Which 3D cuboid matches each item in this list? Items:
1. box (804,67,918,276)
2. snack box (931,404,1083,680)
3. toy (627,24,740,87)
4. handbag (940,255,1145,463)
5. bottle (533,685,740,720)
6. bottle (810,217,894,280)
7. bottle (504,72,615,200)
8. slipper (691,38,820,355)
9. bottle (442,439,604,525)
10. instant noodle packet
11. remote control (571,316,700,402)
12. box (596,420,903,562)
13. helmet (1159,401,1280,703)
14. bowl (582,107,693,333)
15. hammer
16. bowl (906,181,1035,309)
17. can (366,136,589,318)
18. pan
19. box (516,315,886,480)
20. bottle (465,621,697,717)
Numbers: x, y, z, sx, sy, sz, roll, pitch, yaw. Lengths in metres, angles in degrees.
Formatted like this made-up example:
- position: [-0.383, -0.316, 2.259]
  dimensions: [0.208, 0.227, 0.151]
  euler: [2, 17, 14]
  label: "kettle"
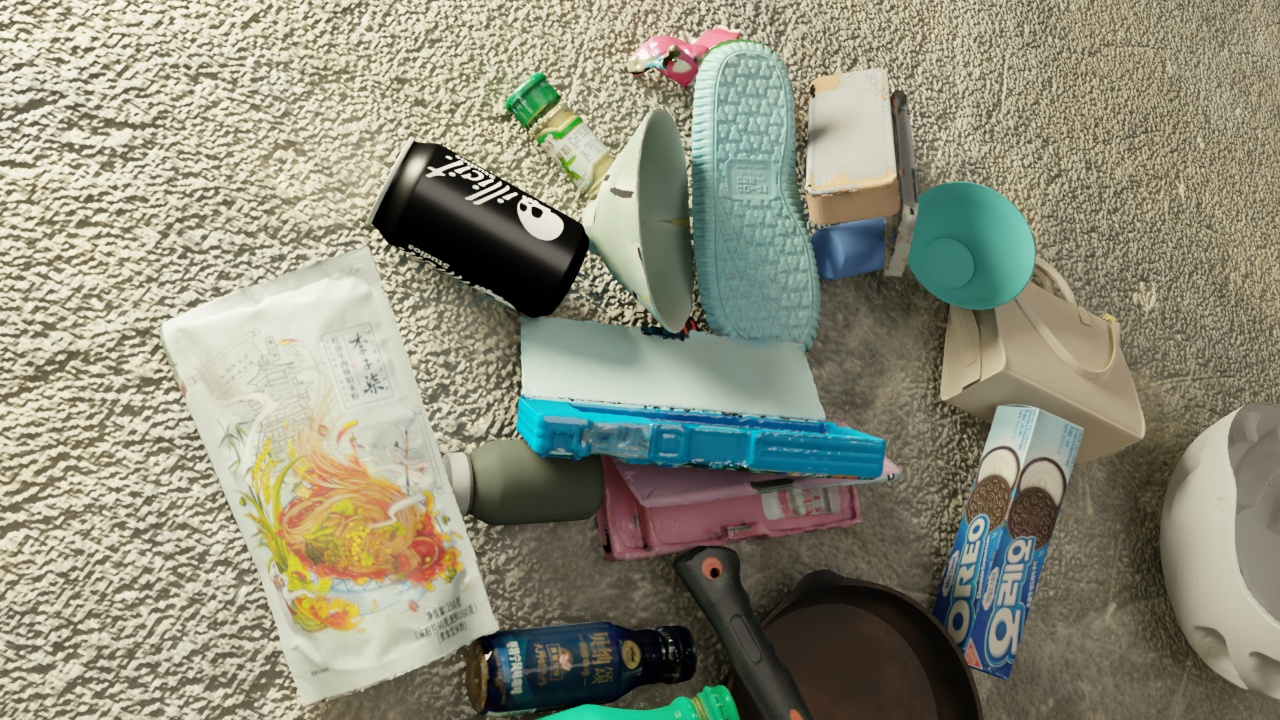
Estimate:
- position: [0.190, -0.178, 0.805]
  dimensions: [0.107, 0.095, 0.215]
  euler: [14, 43, -1]
  label: "box"
- position: [0.311, 0.152, 0.788]
  dimensions: [0.059, 0.059, 0.226]
  euler: [22, 84, -18]
  label: "snack box"
- position: [0.045, -0.266, 0.809]
  dimensions: [0.102, 0.065, 0.050]
  euler: [-31, 123, -31]
  label: "toy"
- position: [0.381, -0.026, 0.885]
  dimensions: [0.194, 0.102, 0.197]
  euler: [23, 56, -18]
  label: "handbag"
- position: [-0.036, 0.261, 0.597]
  dimensions: [0.209, 0.068, 0.068]
  euler: [-11, 81, -14]
  label: "bottle"
- position: [0.220, -0.108, 0.848]
  dimensions: [0.131, 0.048, 0.048]
  euler: [-14, 83, -27]
  label: "bottle"
- position: [-0.059, -0.179, 0.742]
  dimensions: [0.110, 0.043, 0.042]
  euler: [48, 63, -8]
  label: "bottle"
- position: [0.089, -0.130, 0.781]
  dimensions: [0.115, 0.070, 0.276]
  euler: [-6, 93, -22]
  label: "slipper"
- position: [-0.084, 0.086, 0.649]
  dimensions: [0.108, 0.060, 0.060]
  euler: [1, 76, -25]
  label: "bottle"
- position: [-0.200, 0.073, 0.593]
  dimensions: [0.146, 0.057, 0.269]
  euler: [-21, 87, -7]
  label: "instant noodle packet"
- position: [-0.004, 0.004, 0.731]
  dimensions: [0.140, 0.021, 0.045]
  euler: [-20, 83, -32]
  label: "remote control"
- position: [0.085, 0.092, 0.705]
  dimensions: [0.232, 0.099, 0.099]
  euler: [-1, 78, -25]
  label: "box"
- position: [0.609, 0.180, 0.875]
  dimensions: [0.223, 0.184, 0.282]
  euler: [5, 81, -29]
  label: "helmet"
- position: [-0.006, -0.104, 0.713]
  dimensions: [0.068, 0.174, 0.174]
  euler: [-2, 74, 15]
  label: "bowl"
- position: [0.120, 0.282, 0.657]
  dimensions: [0.132, 0.033, 0.333]
  euler: [-26, 85, -22]
  label: "hammer"
- position: [0.287, -0.096, 0.829]
  dimensions: [0.121, 0.046, 0.121]
  euler: [1, 74, -5]
  label: "bowl"
- position: [-0.117, -0.095, 0.670]
  dimensions: [0.146, 0.080, 0.080]
  euler: [28, 67, -16]
  label: "can"
- position: [0.099, 0.297, 0.686]
  dimensions: [0.355, 0.043, 0.248]
  euler: [-10, 80, -21]
  label: "pan"
- position: [0.032, 0.036, 0.671]
  dimensions: [0.243, 0.174, 0.064]
  euler: [6, 115, -15]
  label: "box"
- position: [-0.038, 0.212, 0.640]
  dimensions: [0.160, 0.056, 0.056]
  euler: [2, 75, -25]
  label: "bottle"
